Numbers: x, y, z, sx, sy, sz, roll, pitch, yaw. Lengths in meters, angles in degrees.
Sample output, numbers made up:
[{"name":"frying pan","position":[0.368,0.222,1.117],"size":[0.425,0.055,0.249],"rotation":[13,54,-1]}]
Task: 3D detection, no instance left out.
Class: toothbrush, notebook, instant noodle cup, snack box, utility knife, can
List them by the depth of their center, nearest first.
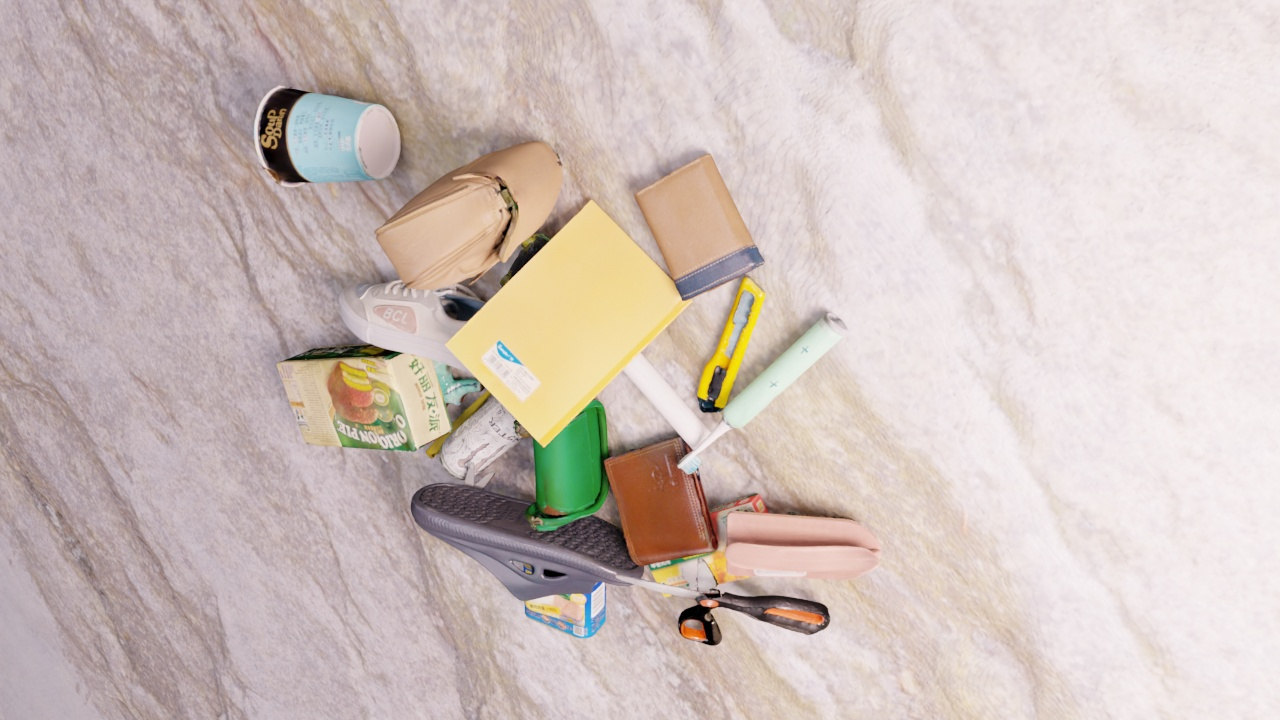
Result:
[{"name":"toothbrush","position":[0.108,0.037,0.871],"size":[0.027,0.026,0.225],"rotation":[42,117,-5]},{"name":"utility knife","position":[0.085,-0.011,0.888],"size":[0.033,0.015,0.154],"rotation":[26,120,16]},{"name":"notebook","position":[-0.072,-0.037,0.903],"size":[0.206,0.010,0.146],"rotation":[-45,83,0]},{"name":"toothbrush","position":[-0.006,0.006,0.939],"size":[0.221,0.026,0.026],"rotation":[48,115,5]},{"name":"snack box","position":[0.074,0.197,0.970],"size":[0.156,0.026,0.077],"rotation":[-23,95,34]},{"name":"instant noodle cup","position":[-0.329,-0.236,0.988],"size":[0.120,0.111,0.111],"rotation":[9,113,18]},{"name":"can","position":[-0.168,0.080,1.042],"size":[0.147,0.058,0.058],"rotation":[-39,88,34]},{"name":"can","position":[-0.089,0.268,1.074],"size":[0.102,0.057,0.083],"rotation":[15,118,25]},{"name":"toothbrush","position":[-0.202,0.066,1.079],"size":[0.191,0.015,0.016],"rotation":[-42,43,35]},{"name":"snack box","position":[-0.334,0.042,1.098],"size":[0.241,0.063,0.114],"rotation":[-3,108,40]}]

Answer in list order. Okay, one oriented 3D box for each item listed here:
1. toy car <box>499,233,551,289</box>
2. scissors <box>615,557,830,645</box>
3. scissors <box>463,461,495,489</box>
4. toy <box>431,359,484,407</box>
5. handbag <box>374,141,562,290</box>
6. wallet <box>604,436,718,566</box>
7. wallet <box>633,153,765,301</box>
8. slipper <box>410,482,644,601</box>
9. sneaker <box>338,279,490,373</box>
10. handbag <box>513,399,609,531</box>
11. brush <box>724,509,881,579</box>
[{"name":"toy car","position":[-0.112,-0.092,0.955],"size":[0.043,0.036,0.091],"rotation":[44,128,9]},{"name":"scissors","position":[0.083,0.250,0.928],"size":[0.221,0.021,0.235],"rotation":[6,146,1]},{"name":"scissors","position":[-0.200,0.172,1.093],"size":[0.171,0.012,0.140],"rotation":[-19,128,33]},{"name":"toy","position":[-0.229,0.015,1.071],"size":[0.097,0.030,0.092],"rotation":[-5,112,23]},{"name":"handbag","position":[-0.153,-0.135,0.867],"size":[0.148,0.204,0.100],"rotation":[-25,107,21]},{"name":"wallet","position":[0.022,0.148,0.958],"size":[0.101,0.032,0.124],"rotation":[-22,79,32]},{"name":"wallet","position":[0.053,-0.122,0.854],"size":[0.090,0.033,0.115],"rotation":[-25,95,32]},{"name":"slipper","position":[-0.128,0.209,1.013],"size":[0.268,0.110,0.083],"rotation":[15,106,7]},{"name":"sneaker","position":[-0.238,-0.060,1.004],"size":[0.242,0.089,0.091],"rotation":[18,119,25]},{"name":"handbag","position":[-0.087,0.103,0.967],"size":[0.068,0.120,0.131],"rotation":[5,104,26]},{"name":"brush","position":[0.154,0.179,0.872],"size":[0.146,0.073,0.063],"rotation":[2,98,12]}]
